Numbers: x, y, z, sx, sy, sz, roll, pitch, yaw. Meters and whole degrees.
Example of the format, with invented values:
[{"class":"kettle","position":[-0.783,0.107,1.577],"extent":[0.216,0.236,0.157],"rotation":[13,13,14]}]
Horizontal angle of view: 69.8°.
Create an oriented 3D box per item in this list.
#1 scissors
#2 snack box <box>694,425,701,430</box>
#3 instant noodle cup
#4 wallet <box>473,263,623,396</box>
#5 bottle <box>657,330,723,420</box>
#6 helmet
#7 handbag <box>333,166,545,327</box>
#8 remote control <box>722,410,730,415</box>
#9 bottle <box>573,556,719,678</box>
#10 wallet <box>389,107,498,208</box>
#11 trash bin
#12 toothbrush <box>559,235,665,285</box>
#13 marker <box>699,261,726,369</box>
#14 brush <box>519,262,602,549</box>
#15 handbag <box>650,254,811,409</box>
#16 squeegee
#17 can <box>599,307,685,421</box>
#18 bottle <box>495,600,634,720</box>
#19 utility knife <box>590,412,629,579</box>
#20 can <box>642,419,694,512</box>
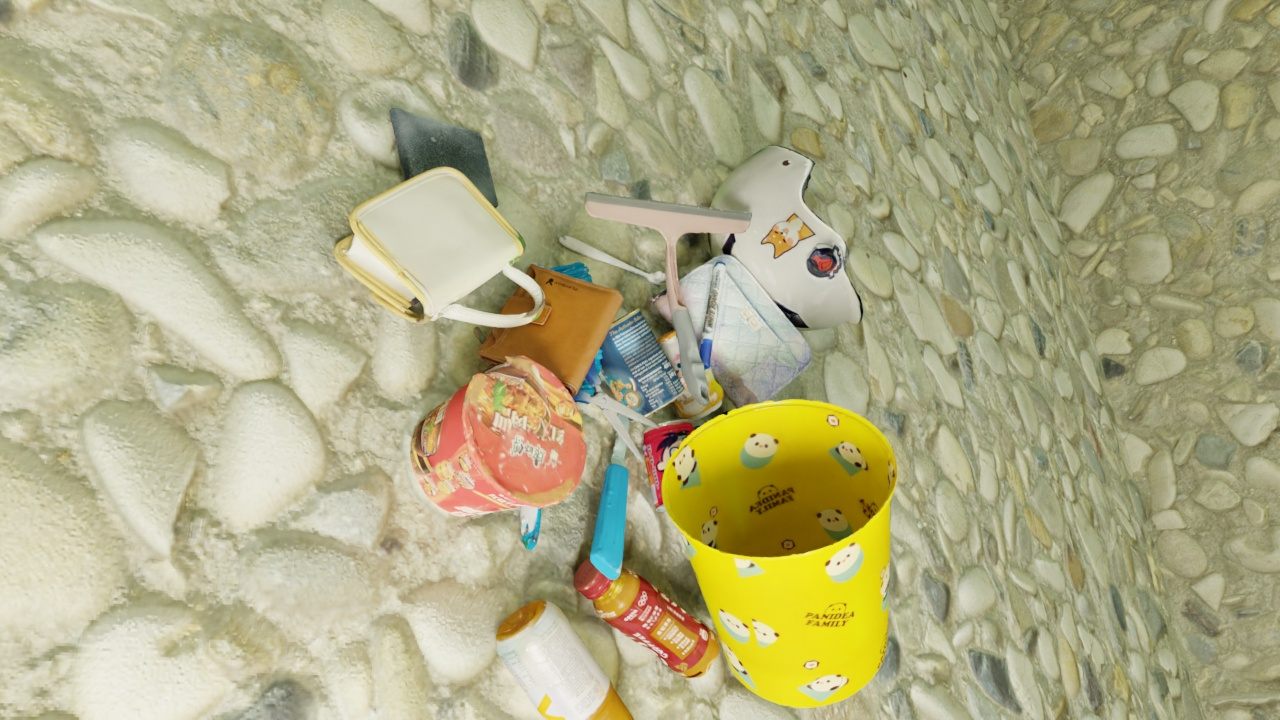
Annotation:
[{"class":"scissors","position":[-0.049,0.029,0.954],"extent":[0.162,0.012,0.164],"rotation":[3,73,-38]},{"class":"snack box","position":[0.107,0.159,1.115],"extent":[0.084,0.026,0.157],"rotation":[9,65,-29]},{"class":"instant noodle cup","position":[-0.134,0.080,0.835],"extent":[0.137,0.109,0.137],"rotation":[26,52,-39]},{"class":"wallet","position":[-0.095,-0.034,0.923],"extent":[0.119,0.035,0.130],"rotation":[21,55,5]},{"class":"bottle","position":[0.055,0.017,1.121],"extent":[0.063,0.063,0.108],"rotation":[-36,99,-51]},{"class":"helmet","position":[0.183,-0.150,1.269],"extent":[0.230,0.157,0.274],"rotation":[-114,-178,-84]},{"class":"handbag","position":[-0.180,-0.088,0.880],"extent":[0.179,0.063,0.162],"rotation":[44,41,1]},{"class":"remote control","position":[0.130,0.131,1.178],"extent":[0.053,0.024,0.136],"rotation":[-5,73,-45]},{"class":"bottle","position":[0.005,0.261,0.939],"extent":[0.175,0.058,0.057],"rotation":[42,44,-25]},{"class":"wallet","position":[-0.207,-0.213,0.981],"extent":[0.120,0.019,0.097],"rotation":[3,67,-50]},{"class":"trash bin","position":[0.158,0.210,0.966],"extent":[0.228,0.230,0.255],"rotation":[-58,143,-47]},{"class":"toothbrush","position":[-0.030,-0.124,1.136],"extent":[0.180,0.016,0.016],"rotation":[18,56,-43]},{"class":"marker","position":[0.087,-0.057,1.117],"extent":[0.017,0.017,0.145],"rotation":[31,59,-35]},{"class":"brush","position":[-0.090,0.038,0.959],"extent":[0.109,0.061,0.314],"rotation":[7,68,-41]},{"class":"handbag","position":[0.120,-0.038,1.174],"extent":[0.133,0.076,0.194],"rotation":[-37,84,-31]},{"class":"squeegee","position":[0.048,-0.064,1.077],"extent":[0.247,0.040,0.249],"rotation":[1,74,-35]},{"class":"can","position":[-0.006,0.006,1.044],"extent":[0.075,0.076,0.111],"rotation":[-36,97,-51]},{"class":"bottle","position":[-0.057,0.308,0.833],"extent":[0.189,0.068,0.067],"rotation":[57,39,-10]},{"class":"utility knife","position":[-0.025,0.130,0.971],"extent":[0.034,0.018,0.237],"rotation":[33,33,-18]},{"class":"can","position":[0.040,0.120,1.047],"extent":[0.066,0.067,0.093],"rotation":[6,66,-47]}]
